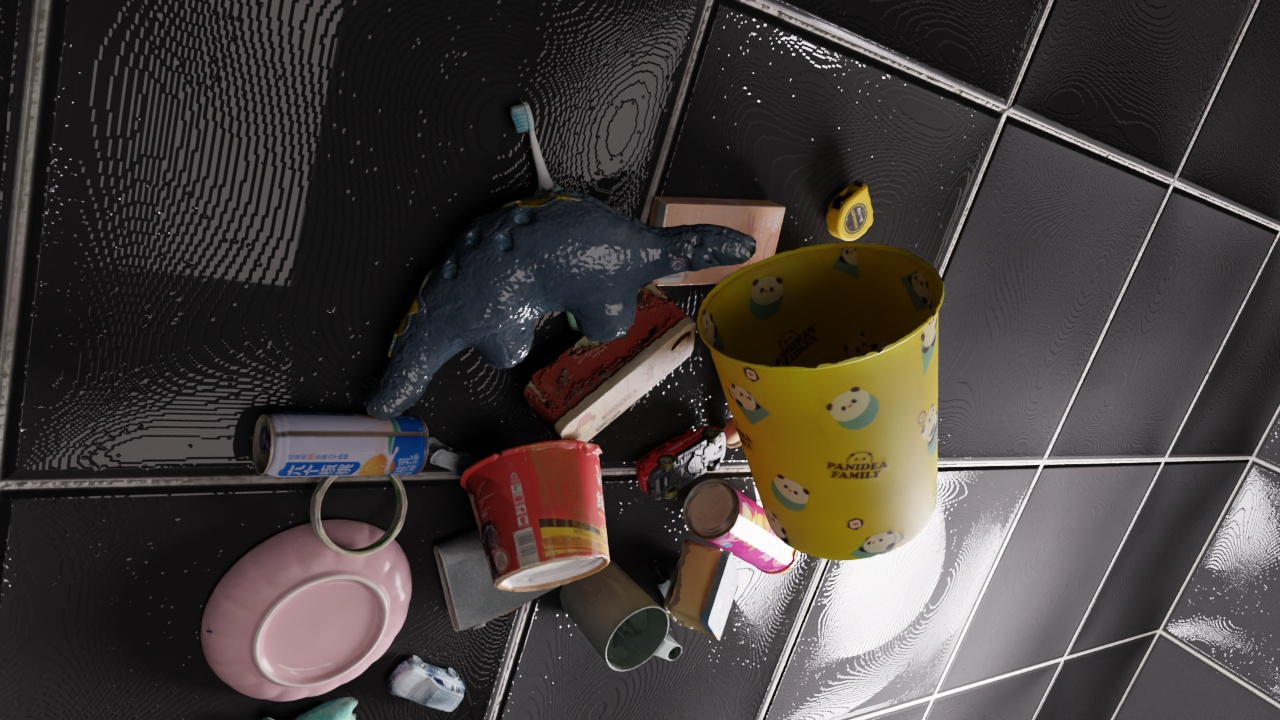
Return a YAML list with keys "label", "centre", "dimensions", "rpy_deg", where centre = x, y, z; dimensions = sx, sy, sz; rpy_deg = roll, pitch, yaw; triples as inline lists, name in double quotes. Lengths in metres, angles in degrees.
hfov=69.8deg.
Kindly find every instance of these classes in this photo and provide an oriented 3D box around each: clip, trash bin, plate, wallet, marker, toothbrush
- label: "clip"
  centre: [-0.183, 0.091, 0.865]
  dimensions: [0.024, 0.029, 0.057]
  rpy_deg: [-53, 143, 1]
- label: "trash bin"
  centre: [0.195, 0.046, 0.924]
  dimensions: [0.229, 0.230, 0.255]
  rpy_deg: [-30, 123, -22]
- label: "plate"
  centre: [-0.296, 0.238, 0.842]
  dimensions: [0.192, 0.039, 0.193]
  rpy_deg: [-18, 123, -29]
- label: "wallet"
  centre: [-0.142, 0.213, 0.949]
  dimensions: [0.129, 0.037, 0.107]
  rpy_deg: [-19, 113, -30]
- label: "marker"
  centre: [0.038, 0.290, 1.138]
  dimensions: [0.018, 0.023, 0.131]
  rpy_deg: [-71, 147, -42]
- label: "toothbrush"
  centre: [-0.076, -0.123, 0.821]
  dimensions: [0.027, 0.026, 0.225]
  rpy_deg: [-22, 126, -13]

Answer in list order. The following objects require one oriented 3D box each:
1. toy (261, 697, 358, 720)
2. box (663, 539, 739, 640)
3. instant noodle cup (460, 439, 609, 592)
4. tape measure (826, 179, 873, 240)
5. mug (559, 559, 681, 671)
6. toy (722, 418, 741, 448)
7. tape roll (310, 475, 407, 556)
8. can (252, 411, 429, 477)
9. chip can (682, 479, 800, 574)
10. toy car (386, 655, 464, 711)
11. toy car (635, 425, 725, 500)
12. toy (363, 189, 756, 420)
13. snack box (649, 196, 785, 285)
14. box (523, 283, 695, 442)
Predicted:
- label: "toy"
  centre: [-0.320, 0.365, 0.901]
  dimensions: [0.091, 0.030, 0.097]
  rpy_deg: [-19, 130, -26]
- label: "box"
  centre: [0.073, 0.267, 1.067]
  dimensions: [0.184, 0.059, 0.089]
  rpy_deg: [69, 39, -68]
- label: "instant noodle cup"
  centre: [-0.094, 0.150, 0.861]
  dimensions: [0.138, 0.108, 0.138]
  rpy_deg: [-11, 156, -5]
- label: "tape measure"
  centre: [0.233, -0.165, 1.032]
  dimensions: [0.057, 0.029, 0.060]
  rpy_deg: [-40, 132, -14]
- label: "mug"
  centre: [-0.020, 0.289, 1.036]
  dimensions: [0.083, 0.103, 0.124]
  rpy_deg: [-53, 134, -1]
- label: "toy"
  centre: [0.191, 0.026, 1.076]
  dimensions: [0.143, 0.082, 0.226]
  rpy_deg: [31, 96, -28]
- label: "tape roll"
  centre: [-0.250, 0.131, 0.816]
  dimensions: [0.085, 0.014, 0.086]
  rpy_deg: [-1, 92, -40]
- label: "can"
  centre: [-0.251, 0.071, 0.775]
  dimensions: [0.134, 0.053, 0.053]
  rpy_deg: [4, 111, -39]
- label: "chip can"
  centre: [0.124, 0.202, 1.094]
  dimensions: [0.071, 0.071, 0.210]
  rpy_deg: [-53, 144, -1]
- label: "toy car"
  centre: [-0.223, 0.341, 0.959]
  dimensions: [0.043, 0.034, 0.090]
  rpy_deg: [-49, 132, -1]
- label: "toy car"
  centre: [0.046, 0.111, 1.029]
  dimensions: [0.120, 0.045, 0.053]
  rpy_deg: [-24, 128, -33]
- label: "toy"
  centre: [-0.082, -0.068, 0.773]
  dimensions: [0.356, 0.091, 0.138]
  rpy_deg: [-21, 92, -1]
- label: "snack box"
  centre: [0.075, -0.122, 0.937]
  dimensions: [0.157, 0.026, 0.084]
  rpy_deg: [-5, 116, -35]
- label: "box"
  centre: [-0.033, 0.002, 0.885]
  dimensions: [0.168, 0.077, 0.091]
  rpy_deg: [-40, 162, -14]
